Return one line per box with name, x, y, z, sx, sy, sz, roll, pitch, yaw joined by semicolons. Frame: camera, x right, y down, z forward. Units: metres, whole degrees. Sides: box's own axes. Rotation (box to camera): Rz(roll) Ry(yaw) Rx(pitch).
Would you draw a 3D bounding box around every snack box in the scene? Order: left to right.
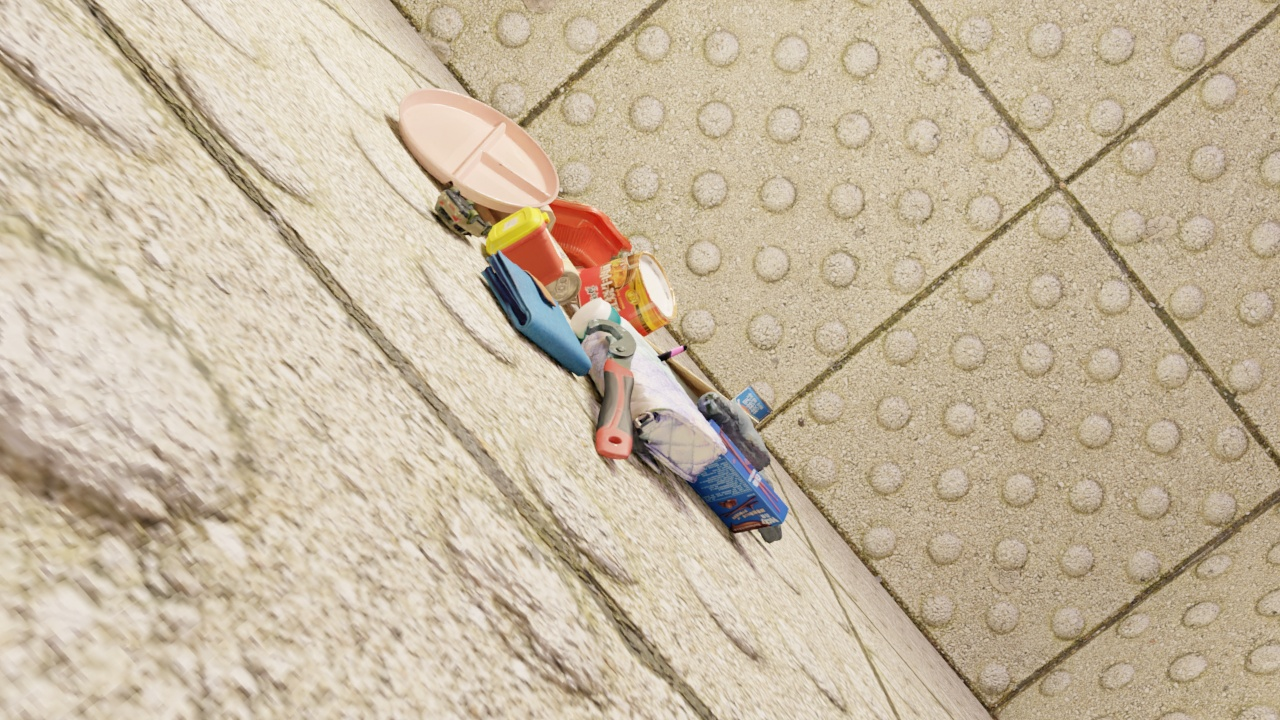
snack box;-0.132;-0.129;1.081;0.080;0.082;0.091;59;3;-23
snack box;0.100;0.143;1.108;0.157;0.085;0.026;49;48;-16

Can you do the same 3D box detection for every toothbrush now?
toothbrush;0.013;0.004;1.197;0.188;0.018;0.014;-22;113;-52

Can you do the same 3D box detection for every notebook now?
notebook;0.077;0.042;1.309;0.207;0.008;0.148;37;-11;10

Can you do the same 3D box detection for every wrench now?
wrench;-0.027;0.022;0.930;0.056;0.016;0.273;11;27;-10

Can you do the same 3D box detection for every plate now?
plate;-0.211;-0.271;1.197;0.229;0.028;0.229;27;35;-21

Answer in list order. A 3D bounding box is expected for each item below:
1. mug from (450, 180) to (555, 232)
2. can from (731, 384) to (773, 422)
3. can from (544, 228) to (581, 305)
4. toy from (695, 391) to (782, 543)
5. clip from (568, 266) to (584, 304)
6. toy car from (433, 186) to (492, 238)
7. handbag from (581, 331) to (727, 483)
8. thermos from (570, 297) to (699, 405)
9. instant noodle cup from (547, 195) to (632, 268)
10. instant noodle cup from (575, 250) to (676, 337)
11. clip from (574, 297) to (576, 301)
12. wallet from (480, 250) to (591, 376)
mug;-0.189;-0.215;1.255;0.124;0.084;0.103;-5;52;-53
can;0.135;0.098;1.396;0.053;0.134;0.053;49;6;-7
can;-0.125;-0.127;1.215;0.058;0.058;0.116;44;9;-48
toy;0.116;0.124;1.218;0.138;0.091;0.357;47;-10;39
clip;-0.115;-0.107;1.372;0.102;0.093;0.035;-18;64;-45
toy car;-0.192;-0.156;0.993;0.042;0.035;0.090;53;5;9
handbag;0.009;0.050;1.032;0.134;0.075;0.194;41;8;-33
thermos;-0.007;0.007;1.236;0.224;0.073;0.073;46;7;-32
instant noodle cup;-0.114;-0.192;1.409;0.165;0.079;0.188;15;-7;22
instant noodle cup;-0.018;-0.087;1.320;0.138;0.109;0.137;50;28;-39
clip;-0.092;-0.093;1.469;0.057;0.031;0.025;46;3;9
wallet;-0.105;-0.047;0.958;0.106;0.040;0.133;59;8;32
